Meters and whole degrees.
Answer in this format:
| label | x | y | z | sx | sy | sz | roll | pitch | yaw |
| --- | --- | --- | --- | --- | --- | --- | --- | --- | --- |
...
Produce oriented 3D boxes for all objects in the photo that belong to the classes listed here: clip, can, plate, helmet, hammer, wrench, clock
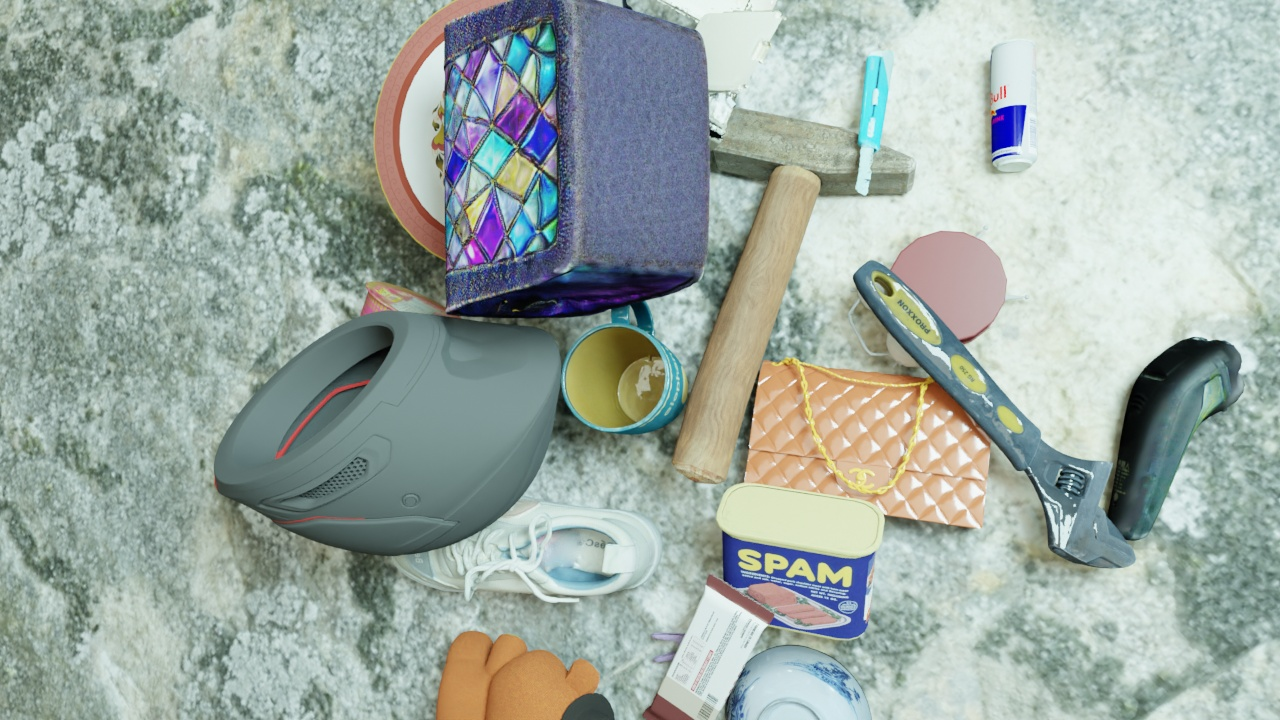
| label | x | y | z | sx | sy | sz | roll | pitch | yaw |
| --- | --- | --- | --- | --- | --- | --- | --- | --- | --- |
| clip | 0.034 | 0.229 | 0.739 | 0.052 | 0.013 | 0.035 | -10 | 82 | 13 |
| can | 0.116 | 0.149 | 0.678 | 0.116 | 0.056 | 0.092 | 7 | 124 | 17 |
| plate | -0.109 | -0.185 | 0.742 | 0.230 | 0.021 | 0.230 | 0 | 90 | 15 |
| helmet | -0.170 | 0.061 | 0.699 | 0.265 | 0.170 | 0.164 | -32 | 37 | 13 |
| hammer | 0.095 | -0.047 | 0.701 | 0.158 | 0.037 | 0.300 | 16 | 76 | 18 |
| can | 0.284 | -0.193 | 0.697 | 0.032 | 0.032 | 0.095 | 0 | 84 | 17 |
| wrench | 0.247 | 0.036 | 0.647 | 0.073 | 0.022 | 0.273 | -39 | 82 | -14 |
| clock | 0.221 | -0.048 | 0.695 | 0.125 | 0.044 | 0.087 | -28 | 77 | 12 |

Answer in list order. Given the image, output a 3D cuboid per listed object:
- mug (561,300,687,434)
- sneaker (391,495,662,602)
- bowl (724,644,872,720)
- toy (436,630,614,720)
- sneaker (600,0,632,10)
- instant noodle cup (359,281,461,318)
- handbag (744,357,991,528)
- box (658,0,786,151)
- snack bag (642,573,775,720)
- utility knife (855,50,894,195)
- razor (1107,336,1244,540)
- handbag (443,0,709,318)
| label | x | y | z | sx | sy | sz | roll | pitch | yaw |
| --- | --- | --- | --- | --- | --- | --- | --- | --- | --- |
| mug | -0.004 | 0.004 | 0.726 | 0.084 | 0.104 | 0.112 | -3 | 81 | 17 |
| sneaker | -0.108 | 0.151 | 0.749 | 0.242 | 0.090 | 0.089 | -1 | 85 | 17 |
| bowl | 0.115 | 0.277 | 0.691 | 0.114 | 0.045 | 0.114 | -2 | 84 | 17 |
| toy | -0.095 | 0.280 | 0.731 | 0.176 | 0.096 | 0.112 | 3 | 84 | 45 |
| sneaker | -0.061 | -0.301 | 0.797 | 0.079 | 0.084 | 0.235 | -38 | 70 | -16 |
| instant noodle cup | -0.215 | 0.001 | 0.801 | 0.098 | 0.097 | 0.109 | 32 | 101 | 17 |
| handbag | 0.171 | 0.059 | 0.693 | 0.172 | 0.060 | 0.108 | 6 | 82 | 17 |
| box | 0.042 | -0.248 | 0.678 | 0.106 | 0.193 | 0.143 | 23 | 86 | -12 |
| snack bag | 0.050 | 0.236 | 0.705 | 0.057 | 0.013 | 0.158 | 28 | 117 | 17 |
| utility knife | 0.180 | -0.183 | 0.705 | 0.022 | 0.015 | 0.151 | 7 | 61 | 9 |
| razor | 0.371 | 0.056 | 0.640 | 0.067 | 0.054 | 0.151 | 16 | 95 | -1 |
| handbag | -0.065 | -0.135 | 0.642 | 0.222 | 0.125 | 0.205 | 0 | 90 | 50 |
